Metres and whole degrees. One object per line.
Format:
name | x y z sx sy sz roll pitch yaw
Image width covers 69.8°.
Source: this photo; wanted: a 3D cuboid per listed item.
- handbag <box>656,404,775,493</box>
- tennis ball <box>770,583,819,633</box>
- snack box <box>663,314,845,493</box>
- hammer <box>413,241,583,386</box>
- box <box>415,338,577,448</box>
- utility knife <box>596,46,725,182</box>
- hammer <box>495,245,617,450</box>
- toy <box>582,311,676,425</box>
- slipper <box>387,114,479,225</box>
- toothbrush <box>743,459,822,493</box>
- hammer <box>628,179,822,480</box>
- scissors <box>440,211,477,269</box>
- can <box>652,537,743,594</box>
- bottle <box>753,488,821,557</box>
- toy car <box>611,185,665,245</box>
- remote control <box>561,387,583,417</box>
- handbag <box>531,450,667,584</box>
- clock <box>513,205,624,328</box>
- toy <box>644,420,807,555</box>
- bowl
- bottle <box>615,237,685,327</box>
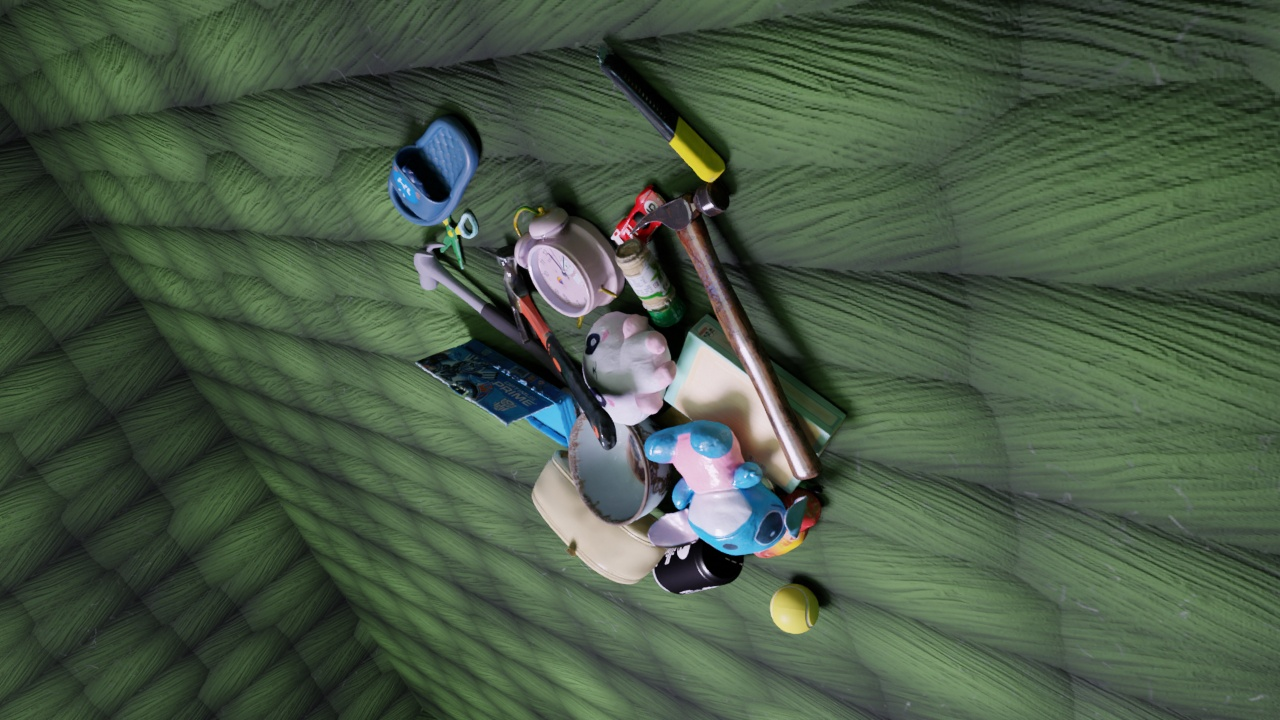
handbag | 0.105 0.116 1.171 0.178 0.027 0.084 42 145 -2
tennis ball | 0.208 0.335 1.238 0.065 0.065 0.065 30 143 25
snack box | 0.125 0.053 1.056 0.193 0.044 0.142 37 146 14
hammer | -0.205 -0.062 1.314 0.311 0.029 0.125 37 155 11
box | -0.212 0.057 1.354 0.244 0.113 0.114 27 142 40
utility knife | 0.016 -0.241 0.888 0.174 0.028 0.020 48 141 2
hammer | -0.104 -0.009 1.136 0.333 0.033 0.133 -127 22 -45
toy | -0.006 0.006 1.085 0.180 0.101 0.139 166 96 -68
slipper | -0.273 -0.237 1.183 0.214 0.059 0.104 -26 100 51
toothbrush | 0.135 0.128 1.130 0.188 0.014 0.017 20 155 21
hammer | 0.103 -0.019 0.964 0.120 0.033 0.330 -17 105 44
scissors | -0.254 -0.175 1.276 0.112 0.012 0.131 23 139 33
can | 0.081 0.290 1.320 0.080 0.080 0.146 49 147 -3
bottle | 0.175 0.203 1.151 0.071 0.048 0.134 44 147 4
toy car | 0.002 -0.151 0.998 0.038 0.025 0.090 46 147 2
remote control | -0.060 0.072 1.304 0.133 0.022 0.050 17 136 37
handbag | -0.058 0.221 1.332 0.233 0.190 0.089 34 101 21
clock | -0.093 -0.123 1.104 0.158 0.058 0.117 49 147 -2
toy | 0.084 0.153 1.087 0.225 0.098 0.191 -16 114 43
bowl | -0.011 0.131 1.215 0.160 0.093 0.160 16 111 46
bottle | 0.010 -0.086 1.020 0.043 0.042 0.110 11 147 42
